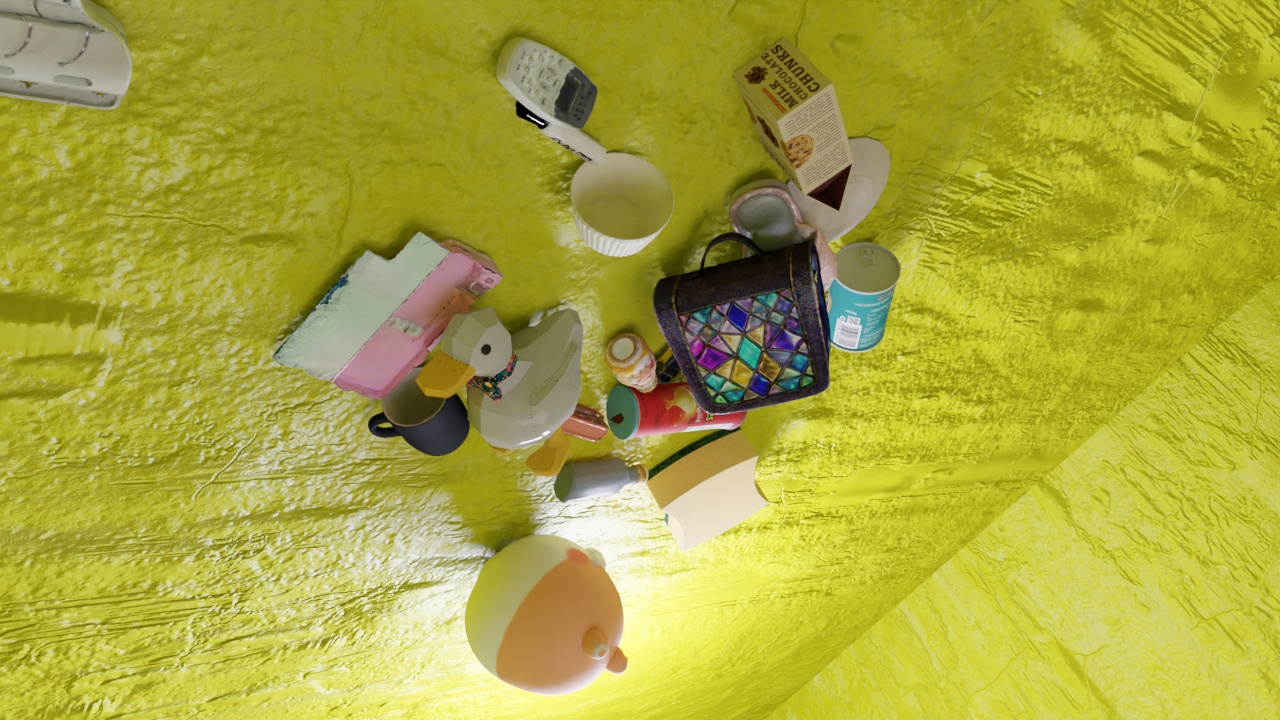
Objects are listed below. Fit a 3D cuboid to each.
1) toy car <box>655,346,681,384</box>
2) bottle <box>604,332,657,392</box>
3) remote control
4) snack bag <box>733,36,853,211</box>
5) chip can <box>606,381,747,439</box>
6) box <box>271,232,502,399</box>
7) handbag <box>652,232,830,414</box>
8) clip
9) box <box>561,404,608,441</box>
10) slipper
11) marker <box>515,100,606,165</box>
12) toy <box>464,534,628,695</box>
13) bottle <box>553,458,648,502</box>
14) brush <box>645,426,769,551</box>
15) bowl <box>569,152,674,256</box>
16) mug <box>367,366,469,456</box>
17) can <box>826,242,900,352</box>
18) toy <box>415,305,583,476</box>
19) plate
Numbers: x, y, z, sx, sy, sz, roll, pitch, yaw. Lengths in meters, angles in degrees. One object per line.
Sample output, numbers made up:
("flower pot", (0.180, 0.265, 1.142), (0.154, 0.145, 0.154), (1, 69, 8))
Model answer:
("toy car", (0.056, -0.008, 1.356), (0.107, 0.030, 0.049), (-48, 145, 13))
("bottle", (-0.008, 0.008, 1.298), (0.063, 0.063, 0.108), (-33, 147, 2))
("remote control", (-0.090, -0.267, 0.887), (0.114, 0.028, 0.060), (25, 90, -49))
("snack bag", (0.188, -0.261, 1.072), (0.070, 0.094, 0.206), (-34, 147, 4))
("chip can", (0.058, 0.072, 1.416), (0.213, 0.087, 0.087), (-3, 138, -34))
("box", (-0.284, -0.052, 1.027), (0.231, 0.035, 0.159), (-43, 145, 18))
("handbag", (0.138, -0.058, 1.187), (0.205, 0.125, 0.222), (-13, 113, 18))
("clip", (-0.428, -0.237, 0.648), (0.124, 0.081, 0.148), (-3, 148, -40))
("box", (-0.114, 0.084, 1.332), (0.058, 0.053, 0.186), (-14, 159, 37))
("slipper", (0.195, -0.146, 1.239), (0.114, 0.054, 0.274), (-20, 147, 20))
("marker", (-0.083, -0.238, 0.951), (0.025, 0.025, 0.125), (-44, 145, 19))
("toy", (-0.150, 0.432, 1.554), (0.265, 0.281, 0.263), (-54, 151, -17))
("bottle", (-0.060, 0.195, 1.518), (0.161, 0.046, 0.072), (-2, 137, -37))
("brush", (0.126, 0.240, 1.697), (0.195, 0.075, 0.250), (-28, 147, -4))
("bowl", (-0.025, -0.166, 1.022), (0.115, 0.115, 0.063), (-18, 159, -19))
("mug", (-0.283, 0.072, 1.154), (0.122, 0.085, 0.094), (-15, 146, 4))
("can", (0.334, -0.095, 1.401), (0.099, 0.099, 0.144), (-23, 146, -12))
("toy", (-0.153, 0.021, 1.124), (0.246, 0.141, 0.268), (-46, 146, -32))
("plate", (0.266, -0.218, 1.251), (0.188, 0.027, 0.189), (-21, 145, -15))
